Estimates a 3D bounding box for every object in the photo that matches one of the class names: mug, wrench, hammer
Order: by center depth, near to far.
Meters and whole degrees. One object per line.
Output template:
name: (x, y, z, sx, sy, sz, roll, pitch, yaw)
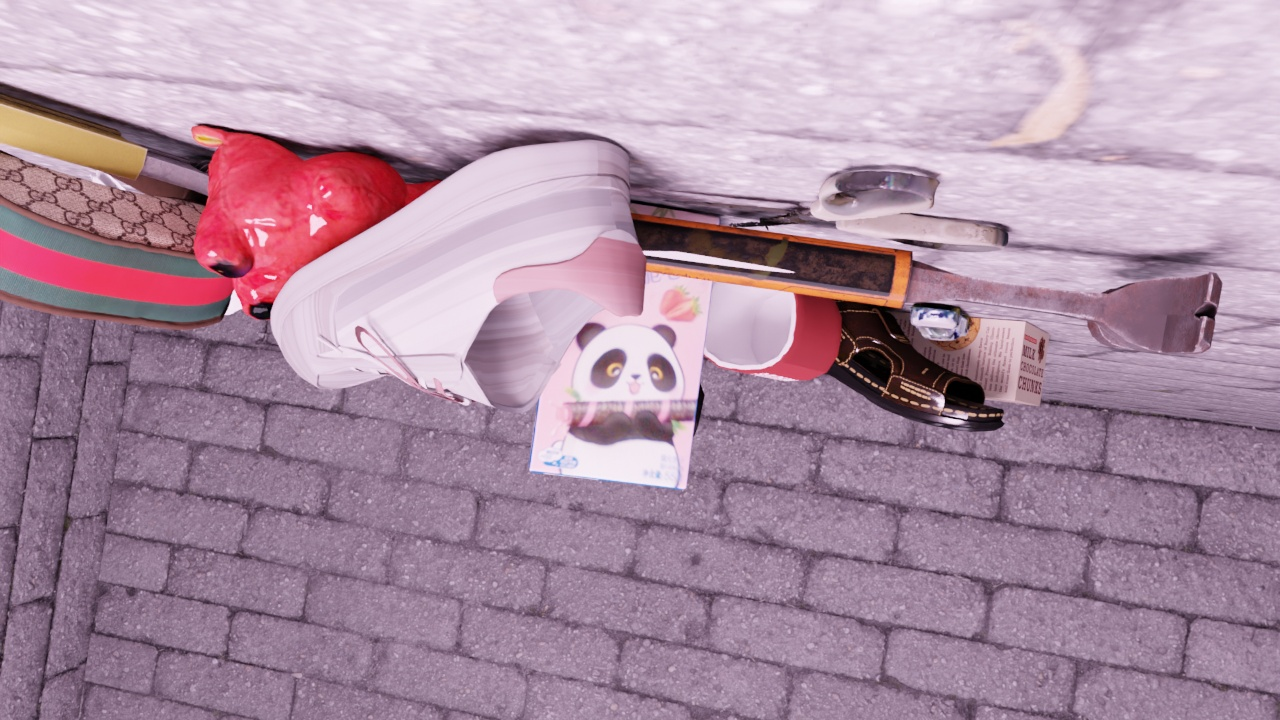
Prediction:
hammer: (0.106, -0.042, 0.440, 0.314, 0.035, 0.137, 9, -177, 7)
wrench: (-0.279, -0.109, 0.466, 0.084, 0.018, 0.273, 32, -169, 29)
mug: (0.090, -0.028, 0.733, 0.117, 0.080, 0.096, 6, 178, 32)

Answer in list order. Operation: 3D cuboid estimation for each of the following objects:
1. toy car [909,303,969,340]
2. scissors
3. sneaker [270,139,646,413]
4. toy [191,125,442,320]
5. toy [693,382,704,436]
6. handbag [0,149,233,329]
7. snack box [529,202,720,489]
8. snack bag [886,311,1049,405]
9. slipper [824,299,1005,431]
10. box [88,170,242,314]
toy car: (0.257, -0.031, 0.789, 0.039, 0.027, 0.089, 10, 180, 29)
scissors: (0.097, -0.068, 0.431, 0.157, 0.012, 0.171, 10, 180, -14)
sneaker: (-0.091, -0.012, 0.434, 0.237, 0.089, 0.099, -25, 164, 37)
toy: (-0.160, -0.090, 0.472, 0.132, 0.094, 0.088, -16, 153, -14)
toy: (-0.004, 0.004, 0.692, 0.140, 0.159, 0.184, -25, 141, 9)
handbag: (-0.288, -0.082, 0.496, 0.166, 0.063, 0.138, 9, -143, -52)
snack box: (-0.009, -0.010, 0.509, 0.088, 0.154, 0.033, 7, 177, -7)
snack bag: (0.272, -0.006, 0.891, 0.207, 0.070, 0.094, 7, 179, 36)
slipper: (0.203, -0.012, 0.813, 0.112, 0.076, 0.268, 2, -158, -47)
box: (-0.331, -0.100, 0.694, 0.151, 0.132, 0.107, -27, -165, -26)
